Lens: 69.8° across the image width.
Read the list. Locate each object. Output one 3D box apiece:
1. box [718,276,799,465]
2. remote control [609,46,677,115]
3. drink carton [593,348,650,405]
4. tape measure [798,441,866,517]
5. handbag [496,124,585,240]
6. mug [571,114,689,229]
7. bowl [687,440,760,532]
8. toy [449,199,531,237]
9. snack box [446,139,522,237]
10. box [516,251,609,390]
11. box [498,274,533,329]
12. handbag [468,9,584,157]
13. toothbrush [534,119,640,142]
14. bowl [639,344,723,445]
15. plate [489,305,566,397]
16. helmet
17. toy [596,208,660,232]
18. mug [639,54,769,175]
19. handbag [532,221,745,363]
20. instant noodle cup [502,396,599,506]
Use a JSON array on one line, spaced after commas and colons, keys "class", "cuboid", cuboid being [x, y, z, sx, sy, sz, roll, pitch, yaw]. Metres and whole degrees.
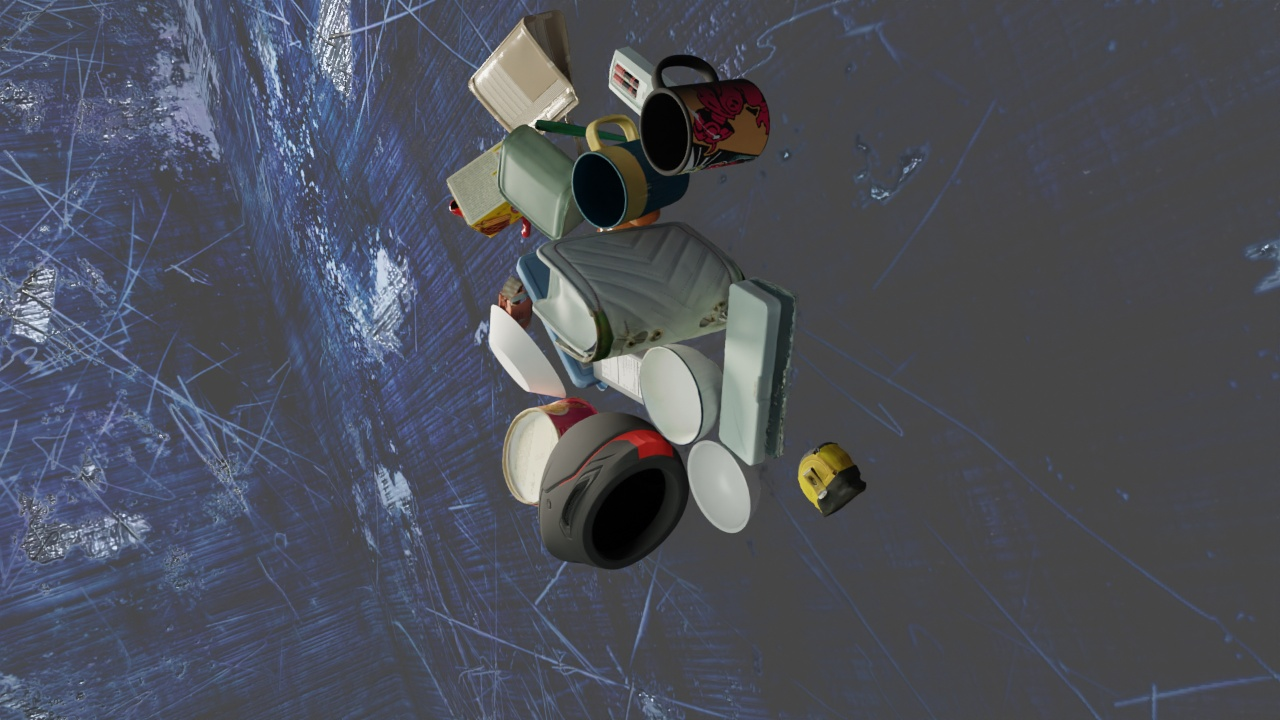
[{"class": "box", "cuboid": [0.119, 0.012, 0.971, 0.083, 0.065, 0.199, 18, 123, 31]}, {"class": "remote control", "cuboid": [0.008, -0.295, 1.014, 0.143, 0.024, 0.050, 49, 141, 34]}, {"class": "drink carton", "cuboid": [-0.007, 0.007, 1.158, 0.125, 0.048, 0.076, 27, 126, 49]}, {"class": "tape measure", "cuboid": [0.187, 0.118, 0.922, 0.064, 0.037, 0.066, 59, 146, 20]}, {"class": "handbag", "cuboid": [-0.117, -0.227, 1.169, 0.122, 0.067, 0.106, 42, 153, 14]}, {"class": "mug", "cuboid": [-0.014, -0.211, 0.996, 0.083, 0.107, 0.113, -11, 103, 51]}, {"class": "bowl", "cuboid": [0.104, 0.139, 1.056, 0.110, 0.040, 0.110, 31, 130, 47]}, {"class": "toy", "cuboid": [-0.203, -0.225, 1.360, 0.133, 0.094, 0.088, 29, 88, 20]}, {"class": "snack box", "cuboid": [-0.200, -0.238, 1.278, 0.083, 0.106, 0.061, 62, -168, 17]}, {"class": "box", "cuboid": [-0.108, -0.052, 1.265, 0.209, 0.074, 0.078, 63, 151, 15]}, {"class": "box", "cuboid": [-0.182, -0.072, 1.348, 0.062, 0.058, 0.188, 38, 168, -1]}, {"class": "handbag", "cuboid": [-0.127, -0.318, 1.194, 0.176, 0.062, 0.198, -18, 97, 56]}, {"class": "toothbrush", "cuboid": [-0.063, -0.272, 1.108, 0.190, 0.017, 0.016, 20, 136, 39]}, {"class": "bowl", "cuboid": [0.057, 0.033, 1.059, 0.118, 0.062, 0.118, 32, 131, 47]}, {"class": "plate", "cuboid": [-0.181, -0.002, 1.365, 0.174, 0.036, 0.174, 46, 165, 16]}, {"class": "helmet", "cuboid": [-0.046, 0.164, 1.186, 0.170, 0.164, 0.265, 55, 135, 47]}, {"class": "toy", "cuboid": [-0.020, -0.148, 1.108, 0.128, 0.065, 0.095, 175, 88, -66]}, {"class": "mug", "cuboid": [0.055, -0.244, 0.895, 0.082, 0.098, 0.118, -34, 75, 57]}, {"class": "handbag", "cuboid": [-0.001, -0.068, 0.975, 0.142, 0.198, 0.096, 47, 138, 38]}, {"class": "instant noodle cup", "cuboid": [-0.131, 0.139, 1.328, 0.179, 0.077, 0.178, -8, 79, 46]}]
